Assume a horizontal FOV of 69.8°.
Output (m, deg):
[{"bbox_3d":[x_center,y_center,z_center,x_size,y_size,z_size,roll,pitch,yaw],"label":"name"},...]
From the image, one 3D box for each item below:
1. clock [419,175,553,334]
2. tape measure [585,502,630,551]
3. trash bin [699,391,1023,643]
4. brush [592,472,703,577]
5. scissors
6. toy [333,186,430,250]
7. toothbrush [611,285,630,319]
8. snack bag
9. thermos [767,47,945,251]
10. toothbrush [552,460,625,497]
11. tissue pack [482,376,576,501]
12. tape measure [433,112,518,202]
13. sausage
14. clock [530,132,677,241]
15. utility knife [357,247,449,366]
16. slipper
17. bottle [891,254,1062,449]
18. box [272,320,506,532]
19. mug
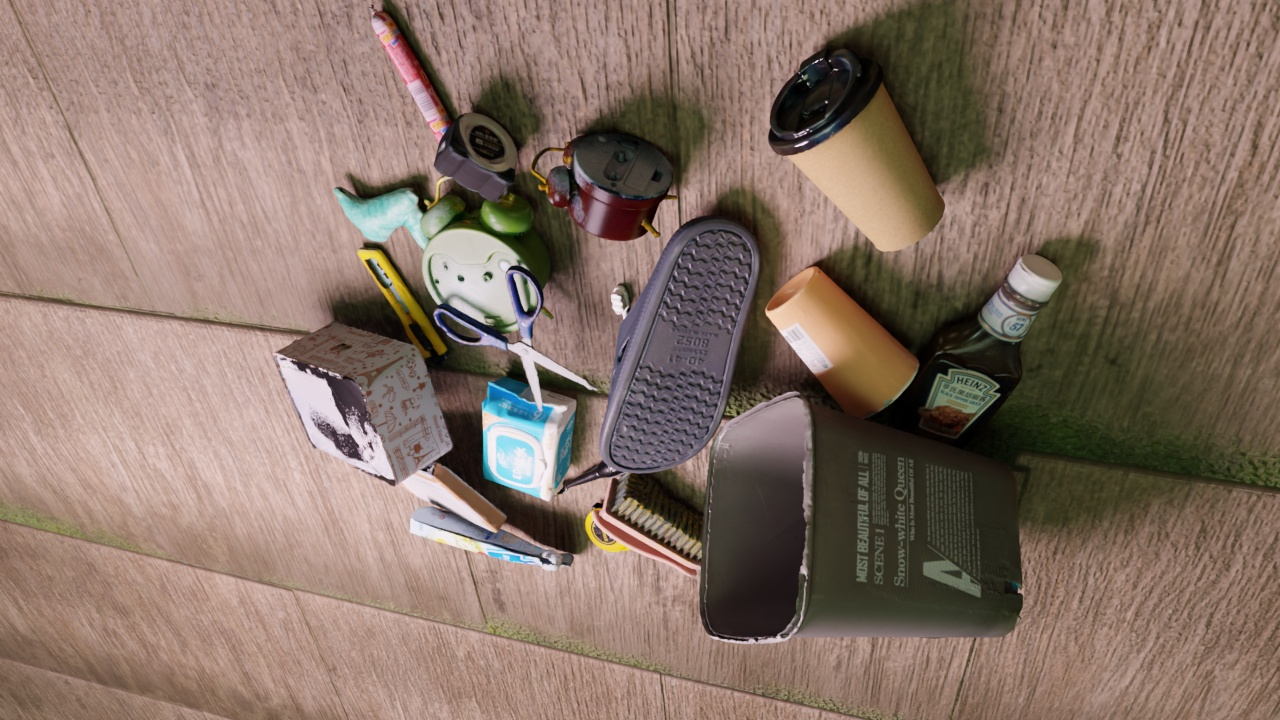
[{"bbox_3d":[-0.145,-0.100,0.855,0.116,0.056,0.161,1,127,20],"label":"clock"},{"bbox_3d":[-0.033,0.191,1.061,0.057,0.028,0.060,-7,107,30],"label":"tape measure"},{"bbox_3d":[0.189,0.151,0.793,0.219,0.198,0.199,11,162,-16],"label":"trash bin"},{"bbox_3d":[0.021,0.187,1.013,0.145,0.063,0.073,33,119,-13],"label":"brush"},{"bbox_3d":[-0.116,-0.020,0.861,0.176,0.012,0.163,21,132,3],"label":"scissors"},{"bbox_3d":[-0.238,-0.136,0.882,0.092,0.030,0.096,-10,128,31],"label":"toy"},{"bbox_3d":[-0.005,0.005,0.911,0.016,0.016,0.180,6,129,24],"label":"toothbrush"},{"bbox_3d":[-0.174,0.215,1.091,0.191,0.038,0.110,16,163,3],"label":"snack bag"},{"bbox_3d":[0.162,-0.151,0.677,0.093,0.092,0.143,-26,123,35],"label":"thermos"},{"bbox_3d":[-0.028,0.115,1.000,0.213,0.027,0.026,-27,93,36],"label":"toothbrush"},{"bbox_3d":[-0.123,0.085,0.990,0.090,0.063,0.140,17,131,10],"label":"tissue pack"},{"bbox_3d":[-0.138,-0.176,0.785,0.065,0.065,0.034,29,136,-28],"label":"tape measure"},{"bbox_3d":[-0.188,-0.232,0.791,0.020,0.020,0.156,-11,122,28],"label":"sausage"},{"bbox_3d":[-0.031,-0.147,0.756,0.122,0.081,0.055,22,138,1],"label":"clock"},{"bbox_3d":[-0.247,-0.054,0.959,0.033,0.015,0.154,-14,120,27],"label":"utility knife"},{"bbox_3d":[0.034,-0.016,0.844,0.110,0.083,0.269,10,117,-16],"label":"slipper"},{"bbox_3d":[0.284,-0.003,0.772,0.080,0.043,0.195,19,131,-2],"label":"bottle"},{"bbox_3d":[-0.270,0.089,1.001,0.178,0.106,0.272,14,140,40],"label":"box"},{"bbox_3d":[0.168,-0.017,0.788,0.123,0.078,0.078,45,129,-10],"label":"mug"}]
